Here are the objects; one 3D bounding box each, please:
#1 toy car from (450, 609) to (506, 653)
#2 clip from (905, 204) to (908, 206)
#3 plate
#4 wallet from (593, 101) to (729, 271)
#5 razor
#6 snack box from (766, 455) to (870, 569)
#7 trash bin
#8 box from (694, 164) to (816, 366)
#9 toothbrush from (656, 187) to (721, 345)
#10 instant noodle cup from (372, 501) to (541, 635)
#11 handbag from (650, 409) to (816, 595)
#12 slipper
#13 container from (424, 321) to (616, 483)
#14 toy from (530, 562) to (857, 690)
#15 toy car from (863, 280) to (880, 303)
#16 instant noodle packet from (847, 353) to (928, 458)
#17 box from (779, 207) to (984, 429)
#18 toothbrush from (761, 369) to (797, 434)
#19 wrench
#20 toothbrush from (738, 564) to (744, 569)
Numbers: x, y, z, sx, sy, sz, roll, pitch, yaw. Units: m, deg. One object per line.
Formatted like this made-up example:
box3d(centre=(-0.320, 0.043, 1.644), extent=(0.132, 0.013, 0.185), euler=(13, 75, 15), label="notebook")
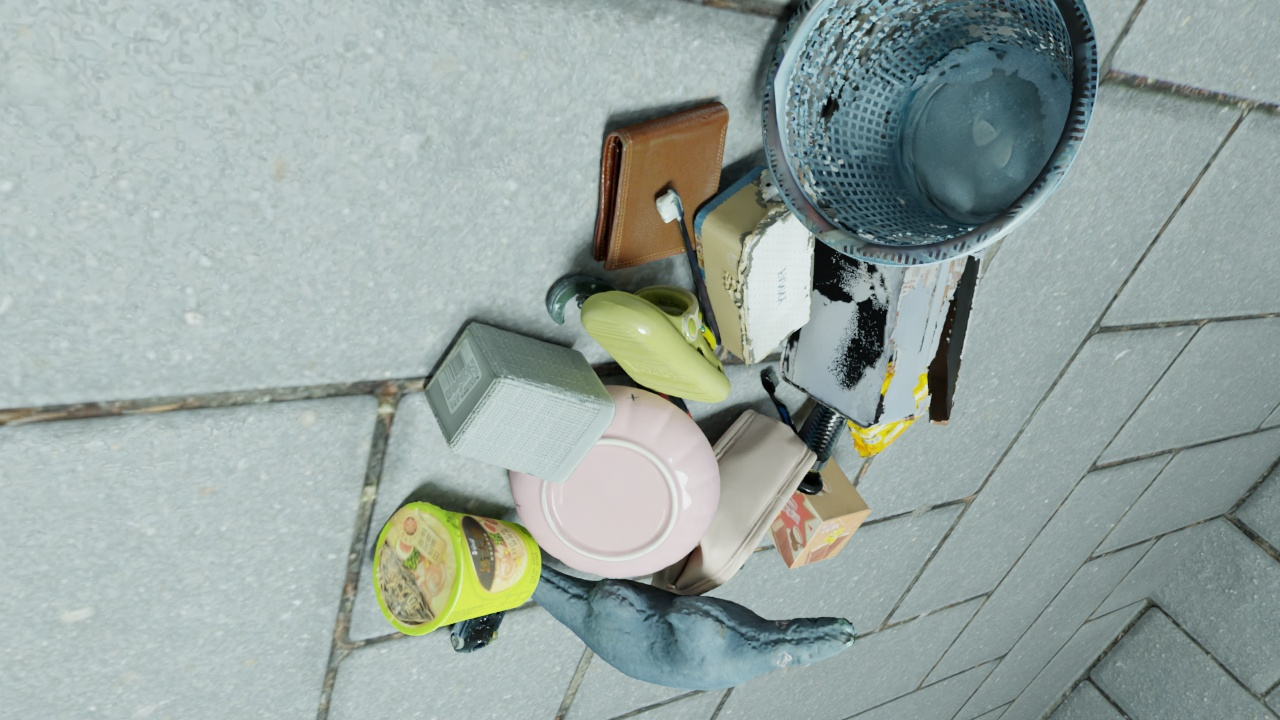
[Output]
box3d(centre=(-0.165, 0.261, 0.948), extent=(0.048, 0.031, 0.106), euler=(1, 126, -37), label="toy car")
box3d(centre=(0.282, -0.153, 0.897), extent=(0.056, 0.014, 0.040), euler=(6, 125, -41), label="clip")
box3d(centre=(-0.026, 0.117, 0.817), extent=(0.192, 0.039, 0.193), euler=(2, 111, 5), label="plate")
box3d(centre=(0.016, -0.132, 0.706), extent=(0.101, 0.032, 0.125), euler=(-18, 138, -27), label="wallet")
box3d(centre=(0.206, 0.067, 1.017), extent=(0.167, 0.062, 0.067), euler=(-64, 172, 11), label="razor")
box3d(centre=(0.199, 0.176, 1.085), extent=(0.077, 0.092, 0.095), euler=(-7, 138, -31), label="snack box")
box3d(centre=(0.235, -0.180, 0.693), extent=(0.194, 0.226, 0.227), euler=(-4, 132, -55), label="trash bin")
box3d(centre=(0.100, -0.072, 0.783), extent=(0.089, 0.061, 0.184), euler=(-37, 150, -19), label="box")
box3d(centre=(0.043, -0.069, 0.747), extent=(0.018, 0.015, 0.181), euler=(-33, 139, -7), label="toothbrush")
box3d(centre=(-0.158, 0.186, 0.832), extent=(0.112, 0.111, 0.123), euler=(-52, 147, 17), label="instant noodle cup")
box3d(centre=(0.077, 0.178, 0.982), extent=(0.192, 0.093, 0.235), euler=(-44, 166, -38), label="handbag")
box3d(centre=(0.023, -0.023, 0.752), extent=(0.190, 0.092, 0.081), euler=(39, 70, -57), label="slipper")
box3d(centre=(-0.099, 0.033, 0.732), extent=(0.114, 0.090, 0.090), euler=(20, 114, -43), label="container")
box3d(centre=(0.031, 0.257, 0.883), extent=(0.091, 0.357, 0.138), euler=(-60, 144, -43), label="toy")
box3d(centre=(0.225, -0.052, 0.936), extent=(0.043, 0.034, 0.090), euler=(-34, 127, 4), label="toy car")
box3d(centre=(0.294, 0.047, 1.077), extent=(0.128, 0.044, 0.111), euler=(-37, 135, -6), label="instant noodle packet")
box3d(centre=(0.254, -0.048, 0.847), extent=(0.177, 0.153, 0.183), euler=(-10, 118, -33), label="box")
box3d(centre=(0.163, 0.061, 1.017), extent=(0.016, 0.014, 0.189), euler=(-57, 145, -17), label="toothbrush")
box3d(centre=(-0.005, 0.005, 0.831), extent=(0.056, 0.016, 0.273), euler=(-40, 141, -1), label="wrench")
box3d(centre=(0.117, 0.233, 1.101), extent=(0.014, 0.016, 0.189), euler=(-36, 160, -7), label="toothbrush")
